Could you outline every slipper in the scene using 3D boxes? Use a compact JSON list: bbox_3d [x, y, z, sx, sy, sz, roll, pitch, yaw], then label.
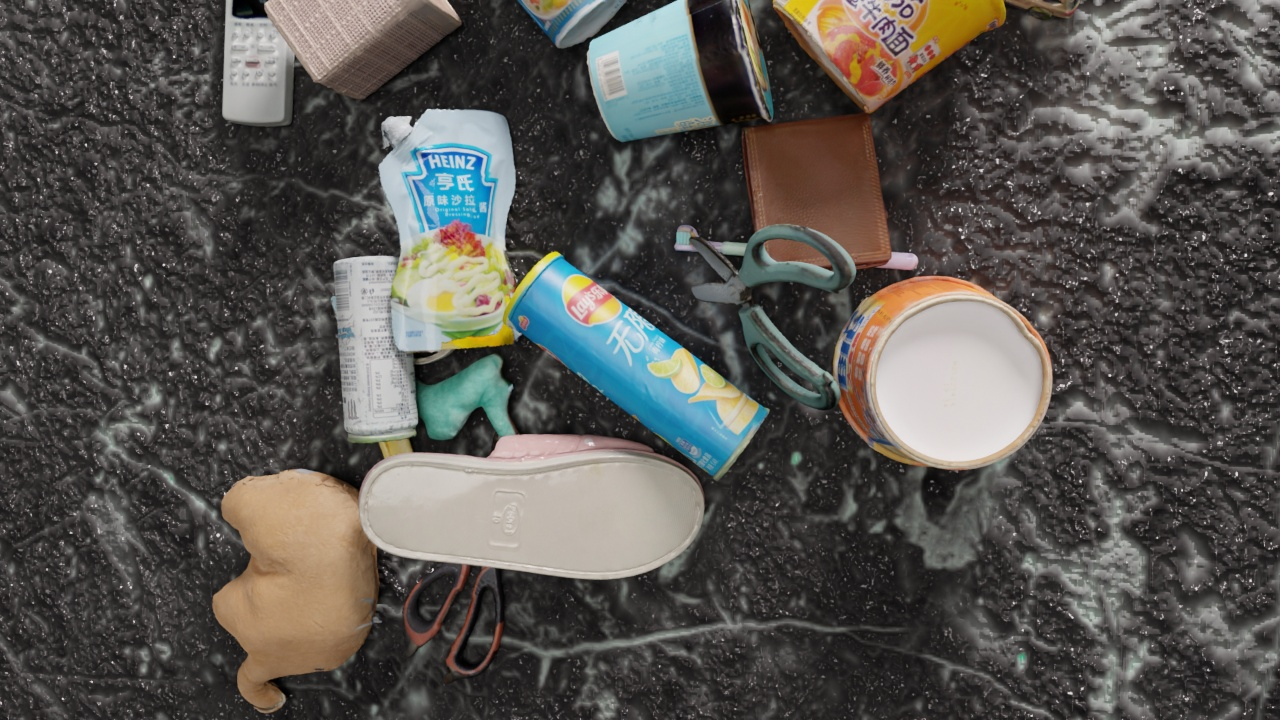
[{"bbox_3d":[-0.085,0.116,0.737,0.274,0.054,0.114,1,97,-7],"label":"slipper"}]

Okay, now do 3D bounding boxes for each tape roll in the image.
[{"bbox_3d":[-0.186,-0.040,0.771,0.086,0.014,0.086,0,93,8],"label":"tape roll"}]

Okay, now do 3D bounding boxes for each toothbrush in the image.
[{"bbox_3d":[0.122,-0.087,0.722,0.189,0.021,0.029,6,50,6],"label":"toothbrush"}]

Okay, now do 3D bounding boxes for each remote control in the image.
[{"bbox_3d":[-0.321,-0.274,0.774,0.058,0.021,0.150,4,95,8],"label":"remote control"}]

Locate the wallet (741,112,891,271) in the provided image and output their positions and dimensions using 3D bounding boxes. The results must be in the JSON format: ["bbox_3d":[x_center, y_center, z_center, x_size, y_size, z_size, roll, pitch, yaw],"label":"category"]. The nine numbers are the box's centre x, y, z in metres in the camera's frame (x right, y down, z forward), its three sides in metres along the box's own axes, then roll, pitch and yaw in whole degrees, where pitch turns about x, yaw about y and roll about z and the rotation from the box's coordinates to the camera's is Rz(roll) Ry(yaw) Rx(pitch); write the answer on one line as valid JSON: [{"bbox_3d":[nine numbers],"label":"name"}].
[{"bbox_3d":[0.134,-0.126,0.701,0.101,0.032,0.124,-7,83,1],"label":"wallet"}]

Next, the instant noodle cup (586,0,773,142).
[{"bbox_3d":[0.028,-0.218,0.691,0.121,0.111,0.111,-13,91,17],"label":"instant noodle cup"}]

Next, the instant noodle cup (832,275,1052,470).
[{"bbox_3d":[0.220,0.011,0.666,0.151,0.111,0.151,0,93,8],"label":"instant noodle cup"}]

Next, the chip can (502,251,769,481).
[{"bbox_3d":[-0.004,0.004,0.718,0.210,0.071,0.071,37,97,5],"label":"chip can"}]

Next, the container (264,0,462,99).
[{"bbox_3d":[-0.220,-0.275,0.727,0.111,0.090,0.090,-37,88,12],"label":"container"}]

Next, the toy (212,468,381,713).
[{"bbox_3d":[-0.288,0.203,0.772,0.143,0.082,0.226,10,98,12],"label":"toy"}]

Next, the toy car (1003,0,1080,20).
[{"bbox_3d":[0.283,-0.286,0.679,0.090,0.035,0.042,23,95,9],"label":"toy car"}]

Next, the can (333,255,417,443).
[{"bbox_3d":[-0.213,-0.009,0.739,0.058,0.058,0.147,-3,93,8],"label":"can"}]

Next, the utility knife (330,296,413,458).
[{"bbox_3d":[-0.220,0.047,0.784,0.031,0.022,0.219,-19,86,3],"label":"utility knife"}]

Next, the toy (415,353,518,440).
[{"bbox_3d":[-0.143,0.034,0.760,0.092,0.030,0.096,-32,80,11],"label":"toy"}]

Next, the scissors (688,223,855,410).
[{"bbox_3d":[0.108,-0.029,0.684,0.019,0.171,0.180,-42,112,-29],"label":"scissors"}]

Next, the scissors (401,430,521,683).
[{"bbox_3d":[-0.149,0.161,0.777,0.193,0.015,0.207,-22,90,9],"label":"scissors"}]

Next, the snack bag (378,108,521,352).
[{"bbox_3d":[-0.149,-0.104,0.731,0.110,0.039,0.191,-5,95,-22],"label":"snack bag"}]

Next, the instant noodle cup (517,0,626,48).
[{"bbox_3d":[-0.066,-0.306,0.703,0.099,0.099,0.110,-36,95,8],"label":"instant noodle cup"}]

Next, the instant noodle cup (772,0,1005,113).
[{"bbox_3d":[0.170,-0.252,0.653,0.110,0.137,0.138,-42,87,16],"label":"instant noodle cup"}]
